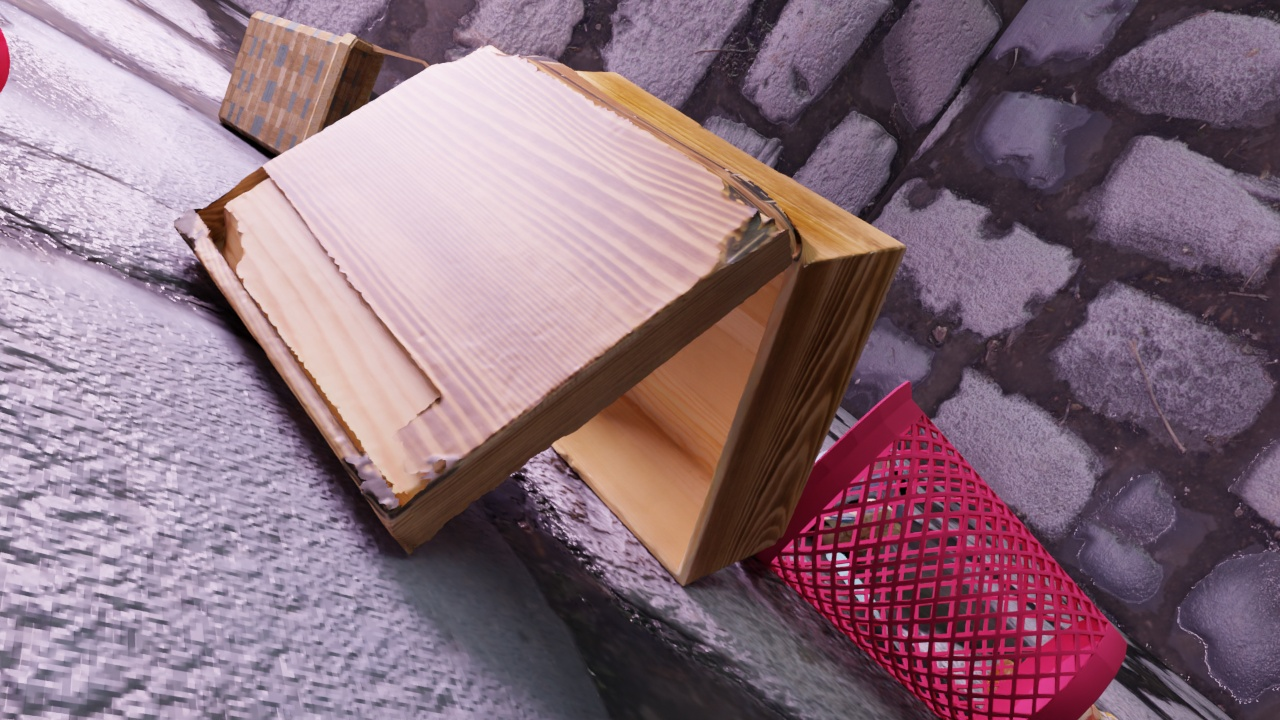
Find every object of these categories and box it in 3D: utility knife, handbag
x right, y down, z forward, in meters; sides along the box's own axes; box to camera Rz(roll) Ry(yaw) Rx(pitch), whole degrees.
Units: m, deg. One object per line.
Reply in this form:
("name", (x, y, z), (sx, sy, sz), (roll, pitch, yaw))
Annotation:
("utility knife", (0.199, 0.210, 0.805), (0.022, 0.016, 0.179), (33, 7, -12))
("handbag", (0.228, 0.147, 0.970), (0.192, 0.122, 0.118), (27, 47, -70))

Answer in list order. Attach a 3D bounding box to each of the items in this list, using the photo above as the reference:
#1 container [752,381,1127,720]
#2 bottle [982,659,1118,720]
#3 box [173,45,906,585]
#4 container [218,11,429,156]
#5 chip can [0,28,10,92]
("container", (0.214, 0.158, 0.667), (0.226, 0.183, 0.183), (46, 11, 16))
("bottle", (0.328, 0.286, 0.730), (0.108, 0.063, 0.063), (36, 8, 6))
("box", (-0.068, -0.040, 0.528), (0.314, 0.283, 0.279), (-10, 39, -39))
("container", (-0.322, -0.277, 1.002), (0.186, 0.158, 0.250), (22, 11, -13))
("chip can", (-0.323, -0.118, 0.363), (0.069, 0.069, 0.220), (31, 9, -26))
